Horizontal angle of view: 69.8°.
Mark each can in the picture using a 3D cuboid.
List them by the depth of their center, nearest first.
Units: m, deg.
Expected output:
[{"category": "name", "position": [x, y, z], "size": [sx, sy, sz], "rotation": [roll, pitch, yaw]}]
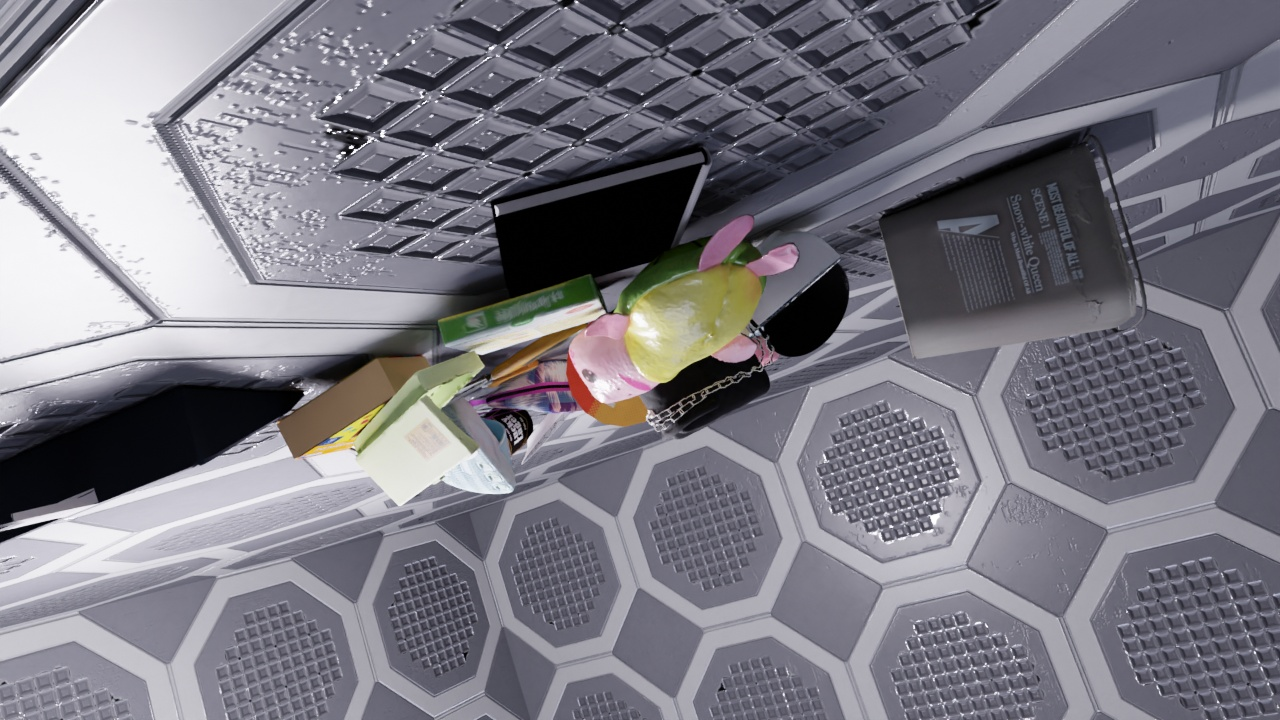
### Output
[{"category": "can", "position": [-0.206, 0.109, 1.308], "size": [0.072, 0.072, 0.128], "rotation": [-22, -173, 20]}]

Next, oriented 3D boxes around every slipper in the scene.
[{"category": "slipper", "position": [-0.215, 0.097, 1.151], "size": [0.104, 0.074, 0.246], "rotation": [9, 147, 15]}]

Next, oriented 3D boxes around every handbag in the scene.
[{"category": "handbag", "position": [0.041, -0.007, 0.884], "size": [0.125, 0.153, 0.115], "rotation": [-32, 178, -14]}, {"category": "handbag", "position": [-0.167, 0.053, 1.207], "size": [0.170, 0.068, 0.144], "rotation": [-15, 172, 26]}]

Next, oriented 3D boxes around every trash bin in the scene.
[{"category": "trash bin", "position": [0.387, -0.103, 0.993], "size": [0.220, 0.197, 0.197], "rotation": [-14, 172, 16]}]

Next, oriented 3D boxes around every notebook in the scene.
[{"category": "notebook", "position": [-0.033, -0.097, 0.697], "size": [0.149, 0.016, 0.207], "rotation": [-16, 171, -8]}]

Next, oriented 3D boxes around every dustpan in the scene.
[{"category": "dustpan", "position": [-0.463, 0.100, 0.807], "size": [0.237, 0.080, 0.273], "rotation": [-21, 171, 14]}]

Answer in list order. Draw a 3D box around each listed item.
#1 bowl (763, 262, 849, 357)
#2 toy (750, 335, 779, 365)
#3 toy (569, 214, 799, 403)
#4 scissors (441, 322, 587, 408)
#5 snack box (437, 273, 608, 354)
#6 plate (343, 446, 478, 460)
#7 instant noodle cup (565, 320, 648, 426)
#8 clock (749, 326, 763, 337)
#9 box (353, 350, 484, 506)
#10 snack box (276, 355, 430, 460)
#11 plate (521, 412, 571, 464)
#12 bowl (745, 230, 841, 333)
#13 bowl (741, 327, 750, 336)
[{"category": "bowl", "position": [0.180, -0.071, 1.078], "size": [0.123, 0.124, 0.052], "rotation": [-14, -148, -26]}, {"category": "toy", "position": [0.070, 0.003, 1.220], "size": [0.237, 0.097, 0.192], "rotation": [-14, -174, 0]}, {"category": "toy", "position": [0.031, -0.040, 0.779], "size": [0.189, 0.087, 0.239], "rotation": [3, 147, -41]}, {"category": "scissors", "position": [-0.148, 0.010, 1.004], "size": [0.225, 0.016, 0.224], "rotation": [-31, 178, 27]}, {"category": "snack box", "position": [-0.098, -0.038, 0.821], "size": [0.132, 0.027, 0.168], "rotation": [-17, 178, 0]}, {"category": "plate", "position": [-0.291, 0.096, 1.046], "size": [0.208, 0.015, 0.209], "rotation": [6, 161, 2]}, {"category": "instant noodle cup", "position": [-0.006, 0.006, 1.065], "size": [0.124, 0.123, 0.121], "rotation": [-21, 178, 17]}, {"category": "clock", "position": [0.163, -0.063, 1.170], "size": [0.090, 0.052, 0.129], "rotation": [-25, 168, 37]}, {"category": "box", "position": [-0.202, 0.059, 0.862], "size": [0.189, 0.091, 0.083], "rotation": [-32, -163, 49]}, {"category": "snack box", "position": [-0.271, 0.044, 0.893], "size": [0.126, 0.040, 0.088], "rotation": [-31, 173, 15]}, {"category": "plate", "position": [-0.115, 0.074, 1.329], "size": [0.188, 0.016, 0.188], "rotation": [-49, 178, -2]}, {"category": "bowl", "position": [0.132, -0.084, 0.893], "size": [0.113, 0.063, 0.113], "rotation": [-40, 176, -4]}, {"category": "bowl", "position": [0.080, -0.038, 1.052], "size": [0.074, 0.118, 0.118], "rotation": [23, -179, 14]}]
